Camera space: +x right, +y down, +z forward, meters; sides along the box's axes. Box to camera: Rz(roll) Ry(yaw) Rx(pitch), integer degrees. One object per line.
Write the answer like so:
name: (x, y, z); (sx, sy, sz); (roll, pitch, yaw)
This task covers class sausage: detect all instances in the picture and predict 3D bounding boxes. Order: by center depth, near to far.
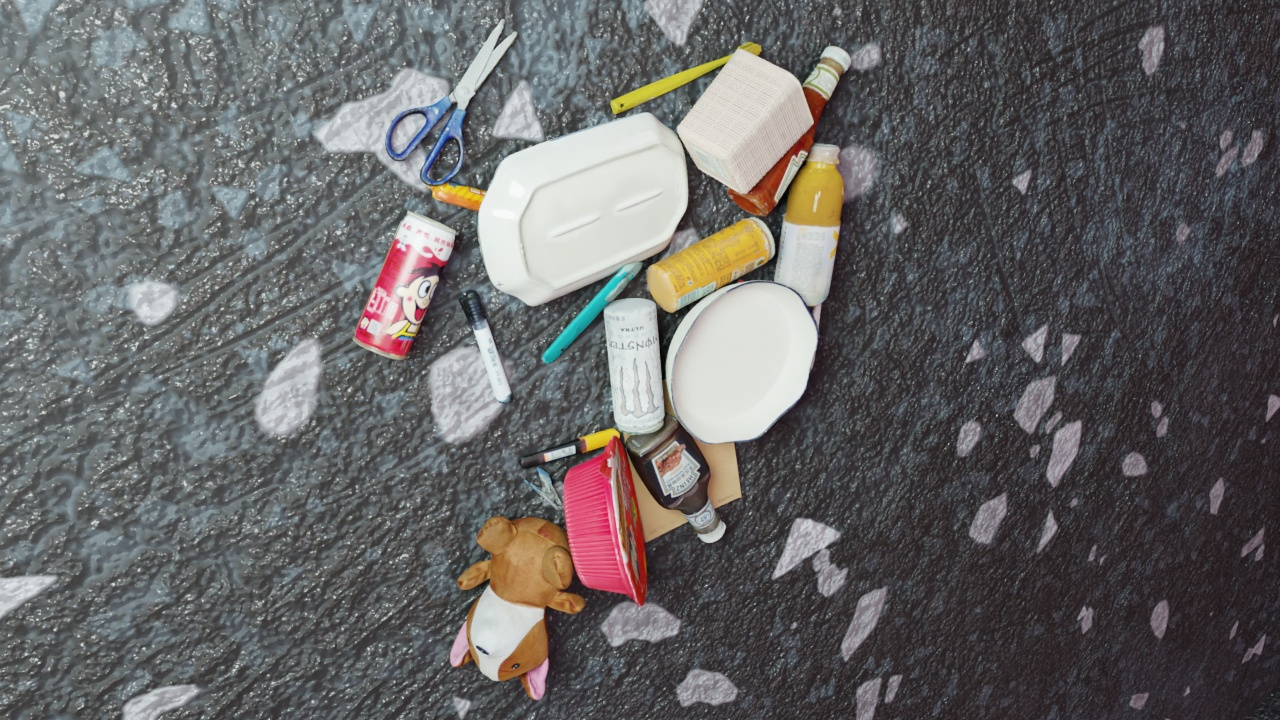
sausage: (-0.134, -0.152, 0.910); (0.165, 0.021, 0.021); (11, 103, -36)

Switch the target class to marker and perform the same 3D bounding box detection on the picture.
marker: (-0.160, -0.012, 0.953); (0.022, 0.018, 0.131); (-21, 119, -15)
marker: (-0.081, 0.101, 1.053); (0.123, 0.015, 0.018); (-16, 115, -24)

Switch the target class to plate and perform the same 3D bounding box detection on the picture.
plate: (-0.043, -0.153, 0.937); (0.265, 0.034, 0.162); (-26, 124, -32)
plate: (0.116, 0.000, 1.085); (0.204, 0.045, 0.205); (-13, 118, -26)

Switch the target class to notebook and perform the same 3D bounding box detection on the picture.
notebook: (0.052, 0.113, 1.146); (0.149, 0.012, 0.212); (-22, 119, -22)

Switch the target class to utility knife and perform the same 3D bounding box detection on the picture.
utility knife: (-0.052, -0.051, 0.987); (0.151, 0.013, 0.029); (-46, 155, 10)

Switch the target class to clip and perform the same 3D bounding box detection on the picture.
clip: (-0.107, 0.150, 1.049); (0.045, 0.027, 0.058); (-44, 127, -20)

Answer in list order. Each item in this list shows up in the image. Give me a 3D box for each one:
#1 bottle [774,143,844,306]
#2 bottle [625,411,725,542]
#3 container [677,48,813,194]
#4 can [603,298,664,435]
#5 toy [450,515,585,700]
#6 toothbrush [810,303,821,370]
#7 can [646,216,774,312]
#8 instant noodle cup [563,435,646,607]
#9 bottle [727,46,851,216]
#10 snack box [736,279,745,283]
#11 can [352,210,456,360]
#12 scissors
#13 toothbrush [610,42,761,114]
bottle: (0.204, -0.162, 1.096); (0.067, 0.068, 0.190); (-6, 112, -31)
bottle: (0.052, 0.152, 1.128); (0.079, 0.044, 0.195); (-38, 125, -11)
container: (0.109, -0.250, 0.977); (0.111, 0.090, 0.090); (-50, 149, -3)
can: (-0.006, 0.006, 1.028); (0.058, 0.058, 0.147); (-16, 113, -27)
toy: (-0.140, 0.277, 1.021); (0.130, 0.140, 0.200); (-29, 142, -67)
toothbrush: (0.227, -0.073, 1.160); (0.016, 0.016, 0.180); (5, 96, -35)
can: (0.080, -0.110, 1.043); (0.145, 0.058, 0.058); (-28, 122, -21)
instant noodle cup: (-0.041, 0.182, 1.030); (0.066, 0.193, 0.194); (-9, 118, 5)
bottle: (0.173, -0.263, 1.042); (0.059, 0.060, 0.206); (34, 87, -37)
snack box: (0.142, -0.021, 1.138); (0.077, 0.027, 0.156); (-47, 127, -6)
can: (-0.222, -0.071, 0.866); (0.053, 0.053, 0.133); (20, 97, -37)
scissors: (-0.161, -0.237, 0.857); (0.173, 0.012, 0.125); (-31, 108, -16)
toothbrush: (0.051, -0.301, 0.973); (0.189, 0.016, 0.016); (-28, 121, -21)
